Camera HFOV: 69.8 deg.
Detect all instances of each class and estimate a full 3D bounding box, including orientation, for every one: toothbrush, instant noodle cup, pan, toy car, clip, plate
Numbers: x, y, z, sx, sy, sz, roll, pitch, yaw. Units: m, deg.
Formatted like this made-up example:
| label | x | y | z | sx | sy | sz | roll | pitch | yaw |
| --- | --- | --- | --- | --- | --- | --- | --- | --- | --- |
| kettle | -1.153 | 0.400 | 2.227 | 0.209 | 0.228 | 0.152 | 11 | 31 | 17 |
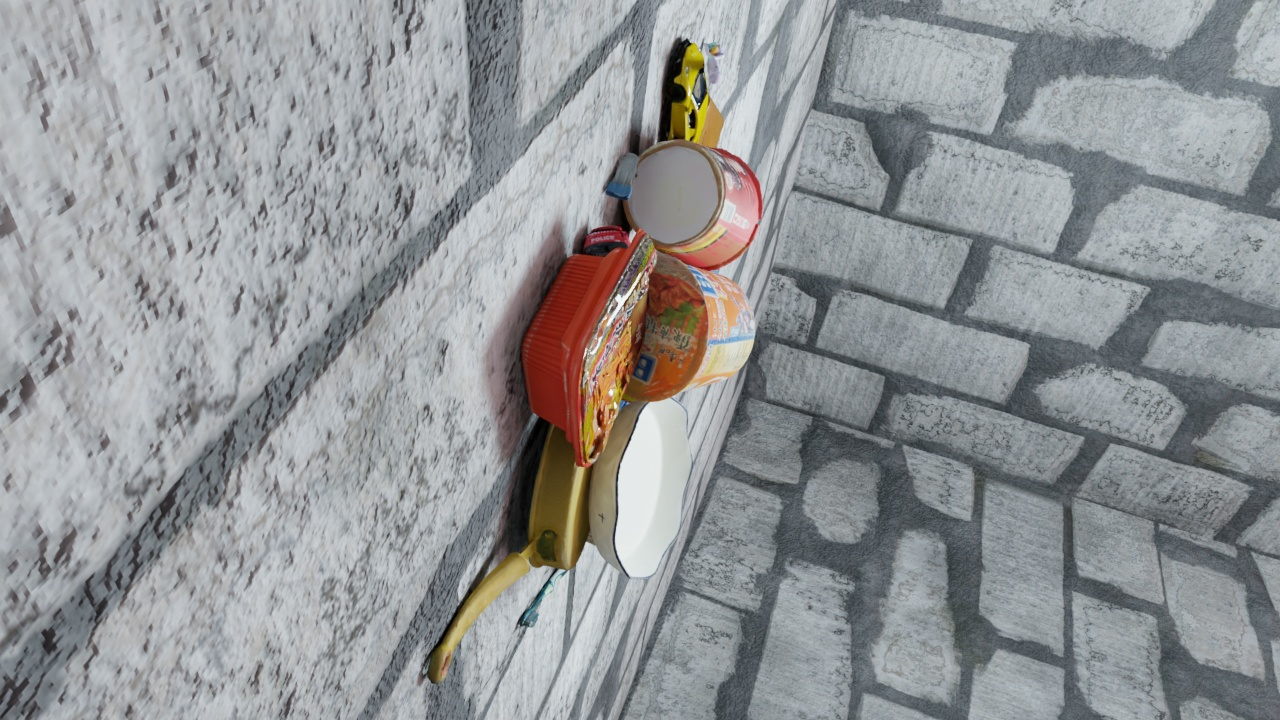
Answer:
| label | x | y | z | sx | sy | sz | roll | pitch | yaw |
| --- | --- | --- | --- | --- | --- | --- | --- | --- | --- |
| toothbrush | -0.110 | 0.282 | 1.141 | 0.191 | 0.018 | 0.016 | -42 | 148 | -70 |
| instant noodle cup | 0.051 | -0.166 | 0.956 | 0.108 | 0.138 | 0.138 | 0 | 107 | -71 |
| pan | -0.105 | 0.165 | 0.898 | 0.356 | 0.078 | 0.198 | -71 | 169 | -50 |
| instant noodle cup | 0.041 | -0.034 | 0.961 | 0.111 | 0.151 | 0.151 | -2 | 111 | -51 |
| toothbrush | 0.082 | -0.329 | 1.015 | 0.021 | 0.029 | 0.188 | -59 | -169 | 25 |
| instant noodle cup | -0.046 | -0.012 | 0.817 | 0.189 | 0.079 | 0.164 | 91 | 20 | -54 |
| toy car | 0.050 | -0.276 | 1.012 | 0.156 | 0.041 | 0.071 | 92 | 17 | -50 |
| clip | -0.016 | -0.173 | 0.881 | 0.028 | 0.024 | 0.056 | 101 | 5 | -49 |
| toy car | -0.028 | -0.079 | 0.881 | 0.121 | 0.053 | 0.045 | 86 | 0 | -53 |
| plate | 0.001 | 0.134 | 1.002 | 0.204 | 0.046 | 0.205 | 7 | 90 | -66 |

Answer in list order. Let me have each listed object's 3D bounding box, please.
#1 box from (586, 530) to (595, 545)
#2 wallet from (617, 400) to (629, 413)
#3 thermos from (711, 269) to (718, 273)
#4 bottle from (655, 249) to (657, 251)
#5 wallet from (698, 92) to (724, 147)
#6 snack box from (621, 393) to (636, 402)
| label | x | y | z | sx | sy | sz | roll | pitch | yaw |
| --- | --- | --- | --- | --- | --- | --- | --- | --- | --- |
| box | -0.041 | 0.179 | 1.131 | 0.168 | 0.091 | 0.078 | 83 | 30 | -67 |
| wallet | -0.026 | 0.073 | 1.197 | 0.132 | 0.040 | 0.107 | -62 | 170 | -52 |
| thermos | 0.085 | -0.128 | 1.378 | 0.221 | 0.070 | 0.070 | 97 | 14 | -45 |
| bottle | 0.034 | -0.127 | 1.111 | 0.063 | 0.063 | 0.108 | -42 | 148 | -71 |
| wallet | 0.078 | -0.281 | 1.188 | 0.131 | 0.031 | 0.108 | -6 | 111 | -77 |
| snack box | -0.006 | 0.006 | 1.074 | 0.080 | 0.082 | 0.091 | 107 | 3 | -79 |
